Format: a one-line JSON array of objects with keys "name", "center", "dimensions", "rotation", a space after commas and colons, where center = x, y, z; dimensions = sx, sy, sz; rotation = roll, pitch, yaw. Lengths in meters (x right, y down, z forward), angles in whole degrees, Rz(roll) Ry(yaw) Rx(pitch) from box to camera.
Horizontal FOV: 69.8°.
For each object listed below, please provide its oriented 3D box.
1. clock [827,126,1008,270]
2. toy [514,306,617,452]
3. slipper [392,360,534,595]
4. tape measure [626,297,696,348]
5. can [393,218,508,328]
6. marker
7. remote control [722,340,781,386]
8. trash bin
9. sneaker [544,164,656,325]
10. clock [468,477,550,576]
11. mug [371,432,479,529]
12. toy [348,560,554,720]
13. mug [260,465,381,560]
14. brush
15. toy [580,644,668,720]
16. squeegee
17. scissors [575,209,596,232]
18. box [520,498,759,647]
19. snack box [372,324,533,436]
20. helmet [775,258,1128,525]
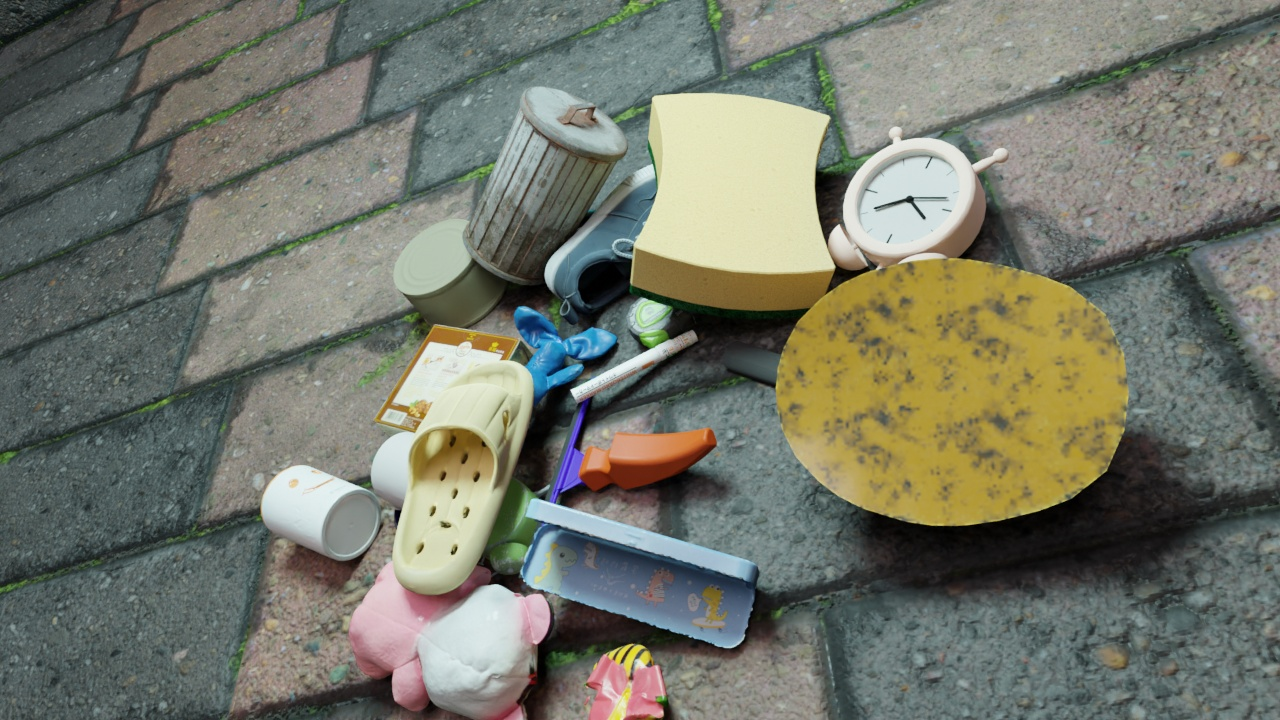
[{"name": "clock", "center": [0.277, -0.148, 0.926], "dimensions": [0.131, 0.086, 0.160], "rotation": [26, 80, 39]}, {"name": "toy", "center": [-0.116, 0.015, 1.002], "dimensions": [0.113, 0.071, 0.176], "rotation": [26, 72, 18]}, {"name": "slipper", "center": [-0.180, 0.092, 0.876], "dimensions": [0.111, 0.079, 0.260], "rotation": [-3, 52, 18]}, {"name": "tape measure", "center": [0.019, -0.043, 1.004], "dimensions": [0.065, 0.036, 0.058], "rotation": [-33, 56, -3]}, {"name": "can", "center": [-0.241, -0.109, 1.166], "dimensions": [0.128, 0.073, 0.127], "rotation": [-15, 50, 18]}, {"name": "marker", "center": [-0.006, 0.006, 0.975], "dimensions": [0.145, 0.017, 0.017], "rotation": [-27, 46, -6]}, {"name": "remote control", "center": [0.146, 0.012, 0.904], "dimensions": [0.147, 0.015, 0.033], "rotation": [20, 67, 38]}, {"name": "trash bin", "center": [-0.112, -0.207, 1.068], "dimensions": [0.212, 0.130, 0.130], "rotation": [-56, 37, 33]}, {"name": "sneaker", "center": [-0.008, -0.137, 1.056], "dimensions": [0.235, 0.089, 0.087], "rotation": [-42, 44, 1]}, {"name": "clock", "center": [-0.142, 0.166, 0.923], "dimensions": [0.094, 0.042, 0.119], "rotation": [4, 58, 32]}, {"name": "mug", "center": [-0.227, 0.141, 0.973], "dimensions": [0.097, 0.078, 0.112], "rotation": [13, 91, 35]}, {"name": "toy", "center": [-0.173, 0.257, 0.838], "dimensions": [0.213, 0.084, 0.141], "rotation": [13, 75, 32]}, {"name": "mug", "center": [-0.350, 0.167, 1.008], "dimensions": [0.105, 0.082, 0.082], "rotation": [12, 62, 33]}, {"name": "brush", "center": [0.098, -0.167, 0.969], "dimensions": [0.195, 0.075, 0.249], "rotation": [6, 57, 0]}, {"name": "toy", "center": [-0.013, 0.283, 0.765], "dimensions": [0.084, 0.046, 0.103], "rotation": [-30, 41, 23]}, {"name": "squeegee", "center": [-0.006, 0.097, 0.893], "dimensions": [0.185, 0.055, 0.248], "rotation": [-19, 39, 35]}, {"name": "scissors", "center": [-0.041, -0.176, 1.148], "dimensions": [0.131, 0.019, 0.149], "rotation": [-43, 46, -6]}, {"name": "box", "center": [-0.007, 0.185, 0.789], "dimensions": [0.210, 0.072, 0.078], "rotation": [14, 76, 15]}, {"name": "snack box", "center": [-0.215, 0.033, 1.064], "dimensions": [0.143, 0.041, 0.146], "rotation": [10, 61, 33]}, {"name": "helmet", "center": [0.251, 0.027, 0.756], "dimensions": [0.256, 0.131, 0.205], "rotation": [0, 87, 22]}]
